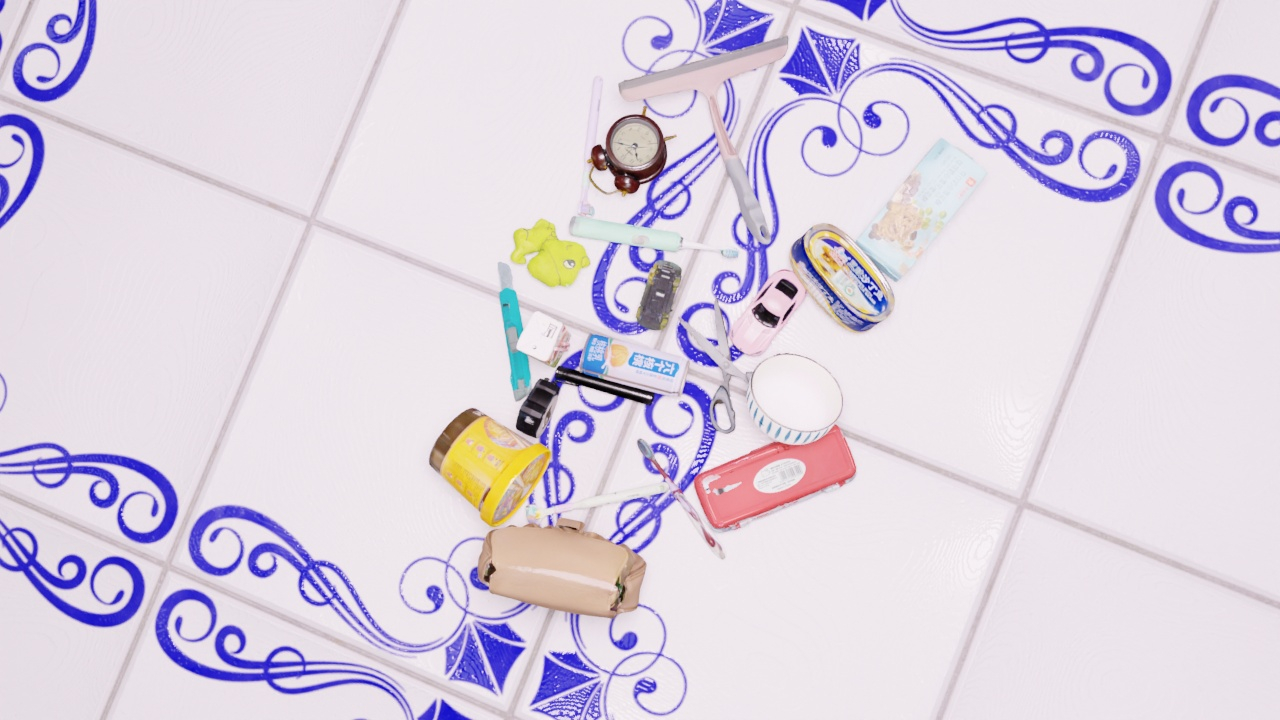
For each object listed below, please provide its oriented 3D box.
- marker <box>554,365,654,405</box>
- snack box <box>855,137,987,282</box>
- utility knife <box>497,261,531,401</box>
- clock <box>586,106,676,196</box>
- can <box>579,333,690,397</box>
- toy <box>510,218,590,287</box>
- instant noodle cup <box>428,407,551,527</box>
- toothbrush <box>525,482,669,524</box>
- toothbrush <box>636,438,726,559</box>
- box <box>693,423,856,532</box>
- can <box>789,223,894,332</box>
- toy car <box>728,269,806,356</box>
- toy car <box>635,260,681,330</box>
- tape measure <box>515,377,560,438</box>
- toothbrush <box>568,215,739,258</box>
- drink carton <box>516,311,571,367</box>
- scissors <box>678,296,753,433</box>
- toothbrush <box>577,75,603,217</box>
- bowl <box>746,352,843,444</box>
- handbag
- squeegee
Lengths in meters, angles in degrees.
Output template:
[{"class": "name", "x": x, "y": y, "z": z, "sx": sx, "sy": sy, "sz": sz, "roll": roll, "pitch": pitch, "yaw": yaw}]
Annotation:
[{"class": "marker", "x": -0.047, "y": 0.033, "z": 1.189, "sx": 0.132, "sy": 0.020, "sz": 0.022, "roll": 15, "pitch": 72, "yaw": 5}, {"class": "snack box", "x": 0.351, "y": -0.189, "z": 1.159, "sx": 0.074, "sy": 0.051, "sz": 0.175, "roll": 39, "pitch": 90, "yaw": 6}, {"class": "utility knife", "x": -0.168, "y": -0.039, "z": 1.205, "sx": 0.029, "sy": 0.013, "sz": 0.186, "roll": -10, "pitch": 86, "yaw": 3}, {"class": "clock", "x": -0.015, "y": -0.265, "z": 1.187, "sx": 0.082, "sy": 0.055, "sz": 0.122, "roll": 45, "pitch": 87, "yaw": 5}, {"class": "can", "x": -0.007, "y": 0.007, "z": 1.171, "sx": 0.134, "sy": 0.053, "sz": 0.053, "roll": 15, "pitch": 87, "yaw": 5}, {"class": "toy", "x": -0.120, "y": -0.136, "z": 1.199, "sx": 0.097, "sy": 0.031, "sz": 0.100, "roll": -22, "pitch": 81, "yaw": 2}, {"class": "instant noodle cup", "x": -0.192, "y": 0.129, "z": 1.149, "sx": 0.114, "sy": 0.118, "sz": 0.118, "roll": 34, "pitch": 89, "yaw": 13}, {"class": "toothbrush", "x": -0.055, "y": 0.181, "z": 1.175, "sx": 0.190, "sy": 0.020, "sz": 0.029, "roll": -13, "pitch": 90, "yaw": 8}, {"class": "toothbrush", "x": 0.052, "y": 0.176, "z": 1.174, "sx": 0.016, "sy": 0.017, "sz": 0.187, "roll": -36, "pitch": 84, "yaw": 1}, {"class": "box", "x": 0.170, "y": 0.149, "z": 1.161, "sx": 0.201, "sy": 0.047, "sz": 0.086, "roll": -22, "pitch": 85, "yaw": 2}, {"class": "can", "x": 0.252, "y": -0.103, "z": 1.150, "sx": 0.074, "sy": 0.049, "sz": 0.148, "roll": -39, "pitch": 87, "yaw": -21}, {"class": "toy car", "x": 0.164, "y": -0.061, "z": 1.173, "sx": 0.056, "sy": 0.037, "sz": 0.122, "roll": 37, "pitch": 91, "yaw": 7}, {"class": "toy car", "x": 0.025, "y": -0.083, "z": 1.183, "sx": 0.043, "sy": 0.036, "sz": 0.091, "roll": 18, "pitch": 87, "yaw": 4}, {"class": "tape measure", "x": -0.131, "y": 0.064, "z": 1.169, "sx": 0.033, "sy": 0.066, "sz": 0.065, "roll": 25, "pitch": 48, "yaw": 5}, {"class": "toothbrush", "x": 0.018, "y": -0.158, "z": 1.193, "sx": 0.224, "sy": 0.027, "sz": 0.026, "roll": 10, "pitch": 124, "yaw": 4}, {"class": "drink carton", "x": -0.117, "y": -0.024, "z": 1.147, "sx": 0.045, "sy": 0.122, "sz": 0.053, "roll": 25, "pitch": 86, "yaw": 3}, {"class": "scissors", "x": 0.113, "y": 0.011, "z": 1.163, "sx": 0.159, "sy": 0.014, "sz": 0.178, "roll": 13, "pitch": 100, "yaw": -6}, {"class": "toothbrush", "x": -0.064, "y": -0.284, "z": 1.211, "sx": 0.021, "sy": 0.029, "sz": 0.189, "roll": 1, "pitch": 84, "yaw": 42}, {"class": "bowl", "x": 0.183, "y": 0.056, "z": 1.126, "sx": 0.116, "sy": 0.066, "sz": 0.116, "roll": 6, "pitch": 52, "yaw": -8}, {"class": "handbag", "x": -0.095, "y": 0.248, "z": 1.114, "sx": 0.204, "sy": 0.148, "sz": 0.100, "roll": 11, "pitch": 89, "yaw": 0}, {"class": "squeegee", "x": 0.118, "y": -0.266, "z": 1.186, "sx": 0.247, "sy": 0.040, "sz": 0.249, "roll": -20, "pitch": 93, "yaw": -18}]
